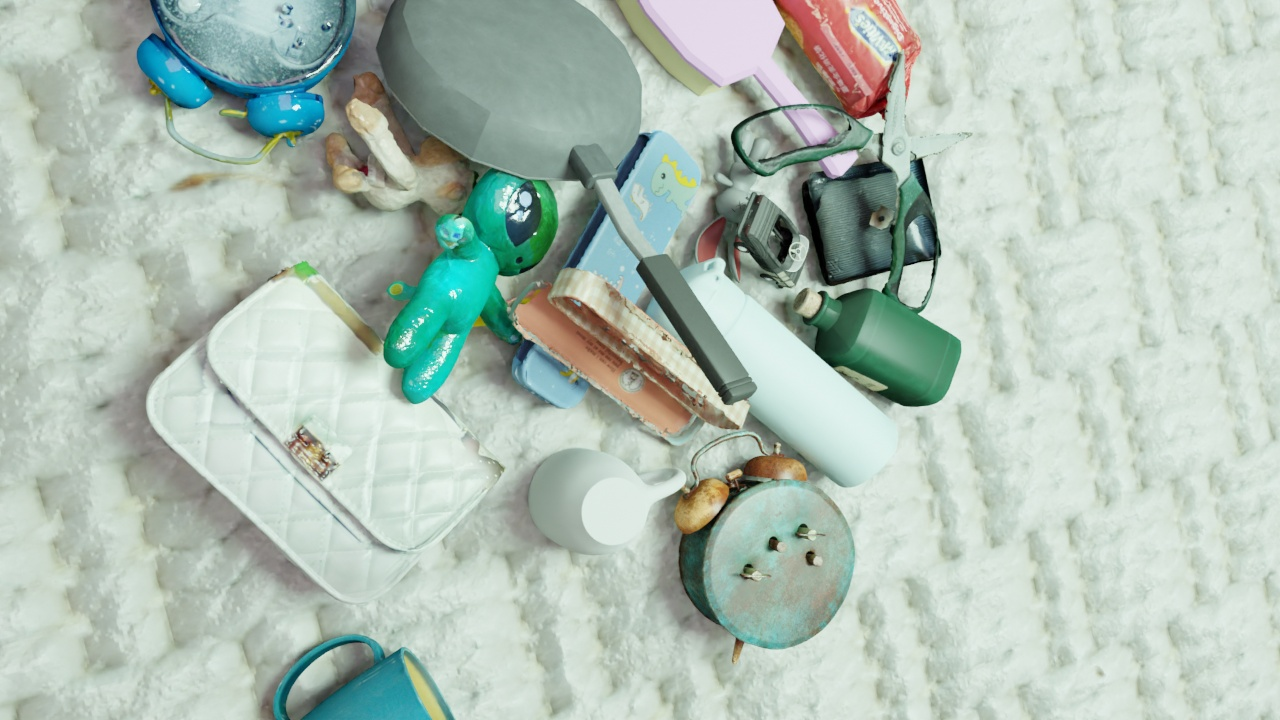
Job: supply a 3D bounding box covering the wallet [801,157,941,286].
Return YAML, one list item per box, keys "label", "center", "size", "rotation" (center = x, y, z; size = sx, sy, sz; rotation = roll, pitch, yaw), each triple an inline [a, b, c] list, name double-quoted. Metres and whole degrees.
- label: "wallet"
  center: [0.185, -0.112, 0.736]
  size: [0.114, 0.026, 0.089]
  rotation: [-14, 93, -19]

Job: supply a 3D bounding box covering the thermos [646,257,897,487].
- label: "thermos"
  center: [0.097, 0.010, 0.681]
  size: [0.207, 0.065, 0.078]
  rotation: [39, 119, -14]

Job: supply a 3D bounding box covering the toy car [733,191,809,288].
- label: "toy car"
  center: [0.101, -0.088, 0.683]
  size: [0.092, 0.037, 0.040]
  rotation: [36, 73, -53]

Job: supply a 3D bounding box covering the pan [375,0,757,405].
- label: "pan"
  center: [-0.031, -0.124, 0.562]
  size: [0.178, 0.041, 0.357]
  rotation: [-16, 64, -37]

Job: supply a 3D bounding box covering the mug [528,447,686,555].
- label: "mug"
  center: [-0.015, 0.092, 0.625]
  size: [0.107, 0.089, 0.071]
  rotation: [-14, 93, -19]

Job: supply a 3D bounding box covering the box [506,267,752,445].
- label: "box"
  center: [-0.004, 0.001, 0.620]
  size: [0.187, 0.085, 0.048]
  rotation: [38, 56, -35]

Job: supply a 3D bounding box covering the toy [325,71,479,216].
- label: "toy"
  center: [-0.150, -0.128, 0.595]
  size: [0.106, 0.085, 0.074]
  rotation: [27, 101, -26]

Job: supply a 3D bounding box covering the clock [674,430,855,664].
- label: "clock"
  center: [0.087, 0.129, 0.669]
  size: [0.121, 0.073, 0.157]
  rotation: [-21, 94, -19]

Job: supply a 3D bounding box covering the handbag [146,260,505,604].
- label: "handbag"
  center: [-0.195, 0.050, 0.574]
  size: [0.195, 0.072, 0.138]
  rotation: [47, 73, -12]

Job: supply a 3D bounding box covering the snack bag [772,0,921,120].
- label: "snack bag"
  center: [0.153, -0.270, 0.705]
  size: [0.082, 0.082, 0.176]
  rotation: [-43, 103, -16]

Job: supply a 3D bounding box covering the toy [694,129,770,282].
- label: "toy"
  center: [0.072, -0.118, 0.695]
  size: [0.049, 0.030, 0.111]
  rotation: [16, 88, -33]

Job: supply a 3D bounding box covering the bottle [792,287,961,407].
- label: "bottle"
  center: [0.176, -0.018, 0.711]
  size: [0.131, 0.061, 0.061]
  rotation: [27, 77, -16]

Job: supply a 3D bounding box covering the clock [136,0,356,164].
- label: "clock"
  center: [-0.246, -0.203, 0.573]
  size: [0.116, 0.060, 0.161]
  rotation: [20, 83, -19]

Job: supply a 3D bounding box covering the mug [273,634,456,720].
- label: "mug"
  center: [-0.181, 0.231, 0.576]
  size: [0.104, 0.084, 0.112]
  rotation: [-32, 70, -12]

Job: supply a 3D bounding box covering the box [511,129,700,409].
- label: "box"
  center: [-0.020, -0.064, 0.645]
  size: [0.066, 0.037, 0.209]
  rotation: [41, 72, -49]

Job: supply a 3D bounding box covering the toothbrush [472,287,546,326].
- label: "toothbrush"
  center: [-0.094, -0.033, 0.641]
  size: [0.135, 0.016, 0.021]
  rotation: [-16, 96, -19]

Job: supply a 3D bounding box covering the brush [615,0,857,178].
- label: "brush"
  center: [0.077, -0.227, 0.693]
  size: [0.228, 0.043, 0.089]
  rotation: [46, 75, -12]

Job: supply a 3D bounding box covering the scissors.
- label: "scissors"
  center: [0.163, -0.128, 0.692]
  size: [0.201, 0.015, 0.202]
  rotation: [-6, 105, -15]

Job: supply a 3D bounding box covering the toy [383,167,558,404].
- label: "toy"
  center: [-0.105, -0.065, 0.583]
  size: [0.072, 0.131, 0.193]
  rotation: [21, 63, 17]
